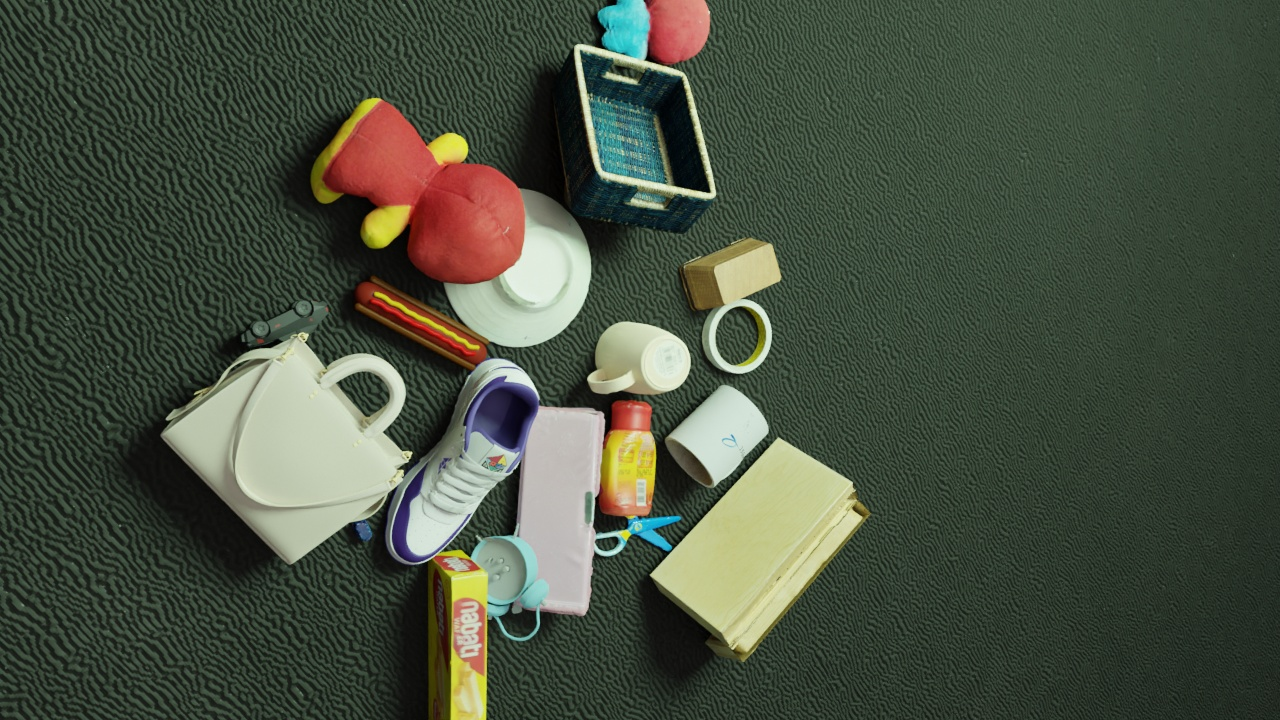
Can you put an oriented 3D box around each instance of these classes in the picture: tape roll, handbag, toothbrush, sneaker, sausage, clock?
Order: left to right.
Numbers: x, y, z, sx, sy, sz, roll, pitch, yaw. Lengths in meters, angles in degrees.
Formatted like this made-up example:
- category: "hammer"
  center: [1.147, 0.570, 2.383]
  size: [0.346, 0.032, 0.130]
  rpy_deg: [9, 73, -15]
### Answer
- category: "handbag"
  center: [-0.309, 0.068, 0.874]
  size: [0.198, 0.101, 0.194]
  rpy_deg: [-33, 111, 7]
- category: "toothbrush"
  center: [-0.322, 0.105, 0.947]
  size: [0.016, 0.017, 0.190]
  rpy_deg: [-28, 107, -24]
- category: "sausage"
  center: [-0.230, -0.038, 0.967]
  size: [0.155, 0.040, 0.040]
  rpy_deg: [31, 81, -27]
- category: "sneaker"
  center: [-0.178, 0.113, 0.968]
  size: [0.091, 0.111, 0.244]
  rpy_deg: [31, 81, -26]
- category: "clock"
  center: [-0.145, 0.248, 1.011]
  size: [0.042, 0.087, 0.123]
  rpy_deg: [1, 71, -67]
- category: "tape roll"
  center: [0.122, -0.031, 1.160]
  size: [0.094, 0.019, 0.094]
  rpy_deg: [-3, 97, -27]

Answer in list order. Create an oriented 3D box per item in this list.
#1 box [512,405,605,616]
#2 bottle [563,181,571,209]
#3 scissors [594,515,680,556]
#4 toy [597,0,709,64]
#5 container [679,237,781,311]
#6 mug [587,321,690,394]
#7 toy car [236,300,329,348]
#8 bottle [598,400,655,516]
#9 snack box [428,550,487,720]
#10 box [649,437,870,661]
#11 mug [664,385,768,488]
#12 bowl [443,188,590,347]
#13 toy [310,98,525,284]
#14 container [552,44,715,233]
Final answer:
- category: "box"
  center: [-0.093, 0.168, 1.062]
  size: [0.099, 0.080, 0.232]
  rpy_deg: [4, 93, 7]
- category: "bottle"
  center: [-0.029, -0.191, 1.043]
  size: [0.108, 0.060, 0.060]
  rpy_deg: [6, 92, -28]
- category: "scissors"
  center: [-0.008, 0.211, 1.121]
  size: [0.131, 0.018, 0.109]
  rpy_deg: [38, 81, -24]
- category: "toy"
  center: [0.017, -0.383, 1.052]
  size: [0.133, 0.062, 0.092]
  rpy_deg: [-10, 87, -9]
- category: "container"
  center: [0.115, -0.106, 1.125]
  size: [0.113, 0.061, 0.063]
  rpy_deg: [-25, 106, -23]
- category: "mug"
  center: [-0.006, 0.006, 1.050]
  size: [0.111, 0.104, 0.085]
  rpy_deg: [-29, 107, -23]
- category: "toy car"
  center: [-0.350, -0.032, 0.903]
  size: [0.091, 0.042, 0.036]
  rpy_deg: [-31, 106, -22]
- category: "bottle"
  center: [-0.014, 0.114, 1.080]
  size: [0.071, 0.049, 0.134]
  rpy_deg: [8, 85, -41]
- category: "snack box"
  center: [-0.198, 0.314, 0.989]
  size: [0.042, 0.092, 0.200]
  rpy_deg: [-1, 96, -27]
- category: "box"
  center: [0.163, 0.247, 1.151]
  size: [0.248, 0.142, 0.179]
  rpy_deg: [-44, 119, -16]
- category: "mug"
  center: [0.098, 0.104, 1.135]
  size: [0.096, 0.083, 0.120]
  rpy_deg: [-42, 139, -18]
- category: "bowl"
  center: [-0.124, -0.101, 1.005]
  size: [0.176, 0.058, 0.177]
  rpy_deg: [-3, 96, -27]
- category: "toy"
  center: [-0.211, -0.162, 0.912]
  size: [0.216, 0.099, 0.147]
  rpy_deg: [34, 85, -6]
- category: "container"
  center: [-0.011, -0.237, 0.994]
  size: [0.145, 0.071, 0.187]
  rpy_deg: [6, 58, -28]
